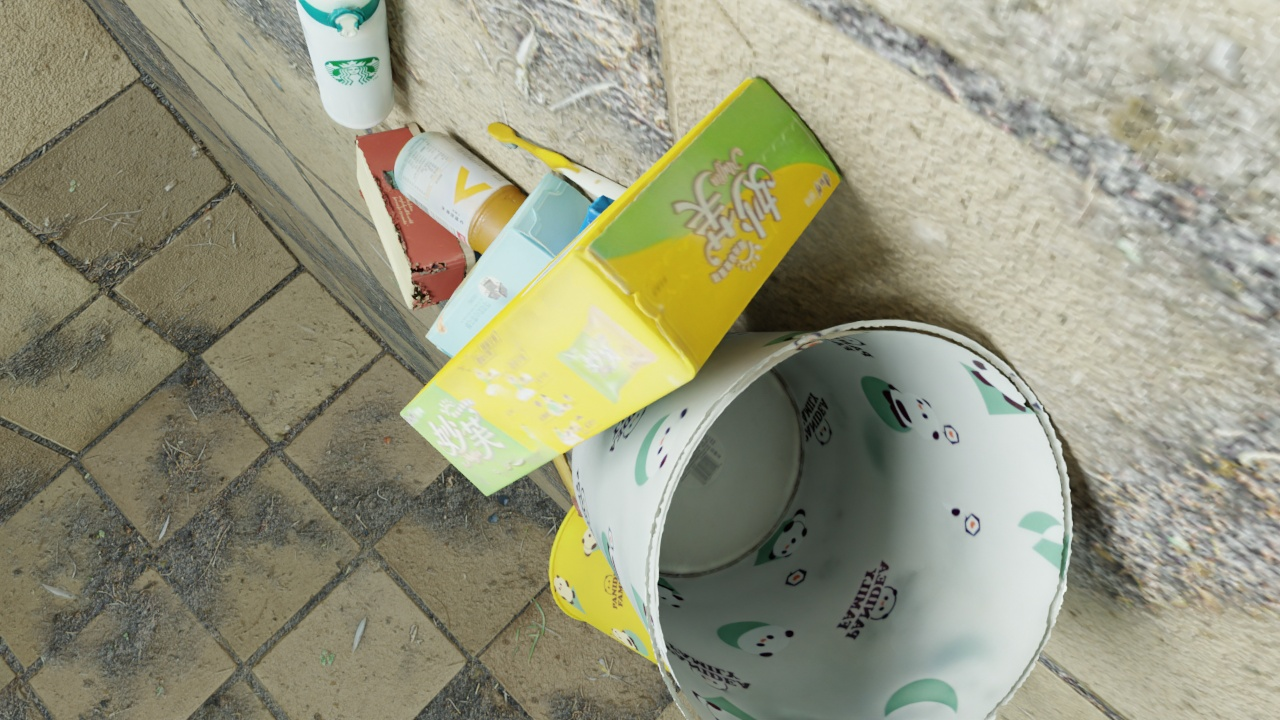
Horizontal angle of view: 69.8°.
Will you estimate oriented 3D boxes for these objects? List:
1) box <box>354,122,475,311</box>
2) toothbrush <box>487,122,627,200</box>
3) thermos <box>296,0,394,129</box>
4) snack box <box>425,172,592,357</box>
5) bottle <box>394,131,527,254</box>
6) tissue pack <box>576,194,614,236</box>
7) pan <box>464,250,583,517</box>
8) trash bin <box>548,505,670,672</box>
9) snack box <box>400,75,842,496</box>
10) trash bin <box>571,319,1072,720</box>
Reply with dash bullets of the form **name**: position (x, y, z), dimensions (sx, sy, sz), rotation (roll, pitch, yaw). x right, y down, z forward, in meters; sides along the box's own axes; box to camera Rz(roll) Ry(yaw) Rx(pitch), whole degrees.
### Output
- **box**: position (-0.232, -0.138, 0.904), dimensions (0.168, 0.080, 0.091), rotation (64, 158, 16)
- **toothbrush**: position (-0.055, -0.140, 0.677), dimensions (0.191, 0.016, 0.018), rotation (35, 173, 36)
- **thermos**: position (-0.237, -0.259, 0.742), dimensions (0.073, 0.073, 0.224), rotation (46, 165, -3)
- **snack box**: position (-0.106, -0.068, 0.735), dimensions (0.051, 0.074, 0.175), rotation (36, 137, -13)
- **bottle**: position (-0.134, -0.130, 0.814), dimensions (0.189, 0.068, 0.068), rotation (38, 164, 14)
- **tissue pack**: position (-0.001, -0.064, 0.629), dimensions (0.095, 0.052, 0.157), rotation (23, 168, -2)
- **pan**: position (-0.114, -0.005, 0.911), dimensions (0.357, 0.078, 0.198), rotation (54, 160, 22)
- **trash bin**: position (0.047, 0.292, 1.204), dimensions (0.255, 0.229, 0.230), rotation (21, 153, 44)
- **snack box**: position (-0.016, -0.030, 0.465), dimensions (0.070, 0.157, 0.211), rotation (45, 142, -9)
- **trash bin**: position (0.074, 0.082, 0.551), dimensions (0.229, 0.229, 0.252), rotation (49, 171, -16)
